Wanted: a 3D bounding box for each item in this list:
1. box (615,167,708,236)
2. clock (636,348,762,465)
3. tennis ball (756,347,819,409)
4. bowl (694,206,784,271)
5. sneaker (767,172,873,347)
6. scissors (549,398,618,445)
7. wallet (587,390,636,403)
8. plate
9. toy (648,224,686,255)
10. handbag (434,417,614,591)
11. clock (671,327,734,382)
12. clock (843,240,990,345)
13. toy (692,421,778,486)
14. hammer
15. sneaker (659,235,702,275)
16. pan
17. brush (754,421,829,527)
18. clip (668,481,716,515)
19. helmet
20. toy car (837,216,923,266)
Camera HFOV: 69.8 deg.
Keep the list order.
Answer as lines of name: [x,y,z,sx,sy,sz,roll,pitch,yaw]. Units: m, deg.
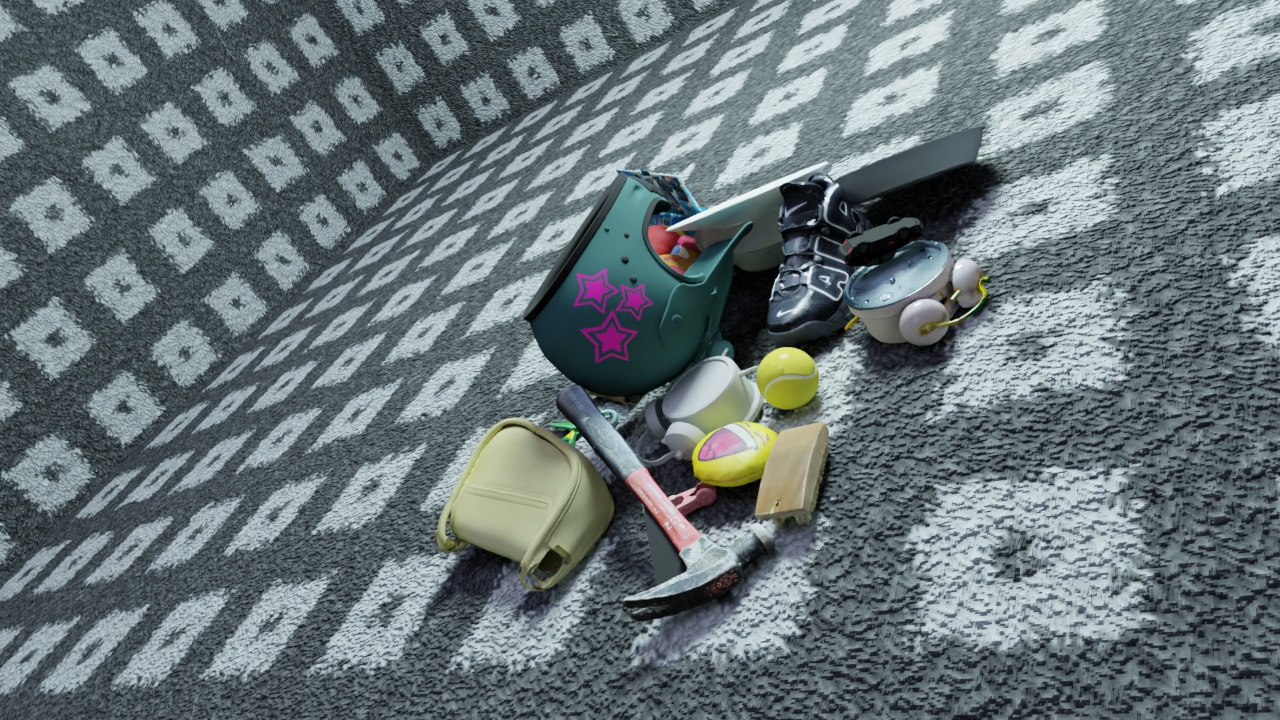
box: [0.060,-0.234,1.446,0.070,0.170,0.244,-65,27,2]
clock: [0.063,0.061,1.018,0.159,0.061,0.120,-42,25,-4]
tennis ball: [0.155,0.019,0.964,0.065,0.065,0.065,-28,26,14]
bowl: [0.167,-0.171,1.279,0.177,0.058,0.176,-17,32,11]
sneaker: [0.199,-0.135,1.084,0.097,0.151,0.251,-11,34,39]
scissors: [-0.075,0.085,1.192,0.130,0.011,0.125,-19,31,27]
wallet: [-0.007,0.007,1.225,0.121,0.027,0.099,-46,26,-20]
plate: [0.146,-0.205,1.224,0.229,0.030,0.229,-23,8,3]
toy: [-0.018,-0.126,1.406,0.215,0.099,0.148,-41,18,-25]
handbag: [-0.124,0.163,1.041,0.233,0.088,0.190,5,51,50]
clock: [0.072,-0.005,1.135,0.087,0.042,0.123,-29,24,12]
clock: [0.291,-0.068,0.961,0.116,0.059,0.158,-42,26,-16]
toy: [0.096,0.095,0.921,0.094,0.041,0.095,-23,23,-10]
hammer: [-0.013,0.122,0.915,0.140,0.036,0.326,-33,41,-9]
sneaker: [0.054,-0.117,1.299,0.241,0.116,0.091,-38,-29,-62]
pan: [0.310,-0.242,1.230,0.200,0.051,0.357,-20,2,-19]
brush: [0.145,0.107,0.853,0.049,0.039,0.116,-17,31,33]
clip: [0.049,0.144,0.926,0.060,0.023,0.044,-16,35,38]
helmet: [0.005,-0.082,1.078,0.274,0.200,0.177,-59,12,-16]
toy car: [0.260,-0.125,0.989,0.092,0.036,0.042,-19,23,9]
